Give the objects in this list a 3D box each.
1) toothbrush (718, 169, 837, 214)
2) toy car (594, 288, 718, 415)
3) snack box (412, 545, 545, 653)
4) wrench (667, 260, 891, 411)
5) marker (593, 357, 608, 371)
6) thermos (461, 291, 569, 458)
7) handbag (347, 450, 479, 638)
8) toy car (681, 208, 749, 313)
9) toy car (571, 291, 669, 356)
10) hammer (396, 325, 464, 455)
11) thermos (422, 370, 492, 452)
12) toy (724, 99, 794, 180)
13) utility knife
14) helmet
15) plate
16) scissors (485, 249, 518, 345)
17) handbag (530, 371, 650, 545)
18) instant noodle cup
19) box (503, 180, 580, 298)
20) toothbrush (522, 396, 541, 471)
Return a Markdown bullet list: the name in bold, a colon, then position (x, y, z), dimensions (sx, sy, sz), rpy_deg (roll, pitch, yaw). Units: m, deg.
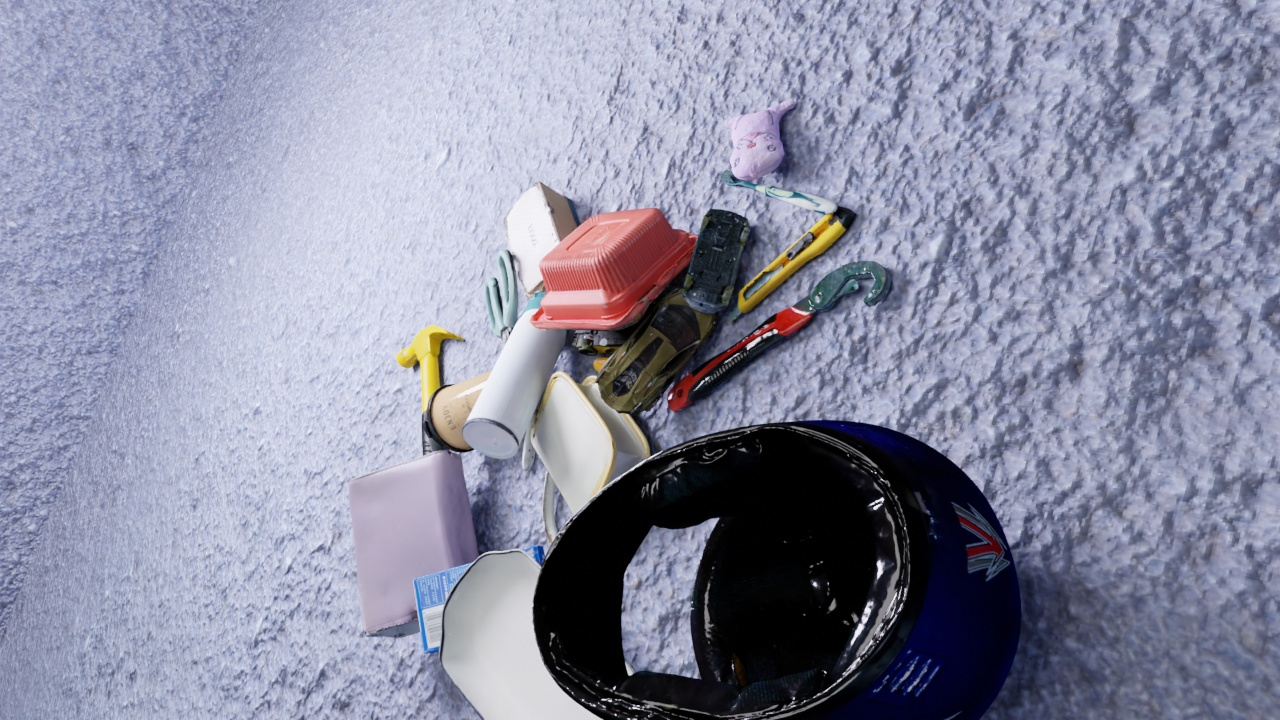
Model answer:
- **toothbrush**: position (0.142, -0.181, 0.976), dimensions (0.016, 0.018, 0.192), rpy_deg (-53, 37, -3)
- **toy car**: position (0.018, -0.011, 0.982), dimensions (0.070, 0.042, 0.158), rpy_deg (40, 89, 11)
- **snack box**: position (-0.174, 0.267, 1.027), dimensions (0.157, 0.026, 0.084), rpy_deg (-17, 73, 12)
- **wrench**: position (0.129, -0.022, 0.923), dimensions (0.274, 0.016, 0.056), rpy_deg (-33, 46, 30)
- **marker**: position (-0.006, 0.006, 1.048), dimensions (0.124, 0.015, 0.018), rpy_deg (2, 98, 44)
- **thermos**: position (-0.137, 0.011, 1.088), dimensions (0.073, 0.073, 0.223), rpy_deg (-21, 35, 38)
- **handbag**: position (-0.271, 0.225, 1.129), dimensions (0.145, 0.098, 0.196), rpy_deg (-21, 67, 17)
- **toy car**: position (0.081, -0.106, 0.983), dimensions (0.037, 0.054, 0.120), rpy_deg (100, -174, -70)
- **toy car**: position (-0.017, -0.040, 1.060), dimensions (0.156, 0.041, 0.071), rpy_deg (-2, 70, 39)
- **hammer**: position (-0.293, 0.076, 1.292), dimensions (0.129, 0.032, 0.300), rpy_deg (-35, 50, 31)
- **thermos**: position (-0.202, 0.058, 1.159), dimensions (0.144, 0.093, 0.093), rpy_deg (-26, 54, 37)
- **toy**: position (0.130, -0.239, 1.004), dimensions (0.084, 0.039, 0.107), rpy_deg (-14, 47, 26)
- **utility knife**: position (0.149, -0.097, 0.938), dimensions (0.174, 0.015, 0.033), rpy_deg (-42, 43, 23)
- **helmet**: position (0.111, 0.177, 0.671), dimensions (0.316, 0.240, 0.246), rpy_deg (-19, 58, 27)
- **plate**: position (-0.102, 0.313, 0.939), dimensions (0.266, 0.034, 0.162), rpy_deg (38, 96, 31)
- **scissors**: position (-0.185, -0.056, 1.235), dimensions (0.170, 0.019, 0.177), rpy_deg (174, 90, -66)
- **handbag**: position (-0.069, 0.121, 1.034), dimensions (0.163, 0.063, 0.179), rpy_deg (51, 123, 46)
- **instant noodle cup**: position (-0.031, -0.110, 1.029), dimensions (0.165, 0.079, 0.188), rpy_deg (1, 37, 44)
- **box**: position (-0.120, -0.147, 1.203), dimensions (0.090, 0.062, 0.184), rpy_deg (-40, 49, 26)
- **toothbrush**: position (-0.134, 0.049, 1.156), dimensions (0.017, 0.016, 0.187), rpy_deg (-20, 58, 47)
